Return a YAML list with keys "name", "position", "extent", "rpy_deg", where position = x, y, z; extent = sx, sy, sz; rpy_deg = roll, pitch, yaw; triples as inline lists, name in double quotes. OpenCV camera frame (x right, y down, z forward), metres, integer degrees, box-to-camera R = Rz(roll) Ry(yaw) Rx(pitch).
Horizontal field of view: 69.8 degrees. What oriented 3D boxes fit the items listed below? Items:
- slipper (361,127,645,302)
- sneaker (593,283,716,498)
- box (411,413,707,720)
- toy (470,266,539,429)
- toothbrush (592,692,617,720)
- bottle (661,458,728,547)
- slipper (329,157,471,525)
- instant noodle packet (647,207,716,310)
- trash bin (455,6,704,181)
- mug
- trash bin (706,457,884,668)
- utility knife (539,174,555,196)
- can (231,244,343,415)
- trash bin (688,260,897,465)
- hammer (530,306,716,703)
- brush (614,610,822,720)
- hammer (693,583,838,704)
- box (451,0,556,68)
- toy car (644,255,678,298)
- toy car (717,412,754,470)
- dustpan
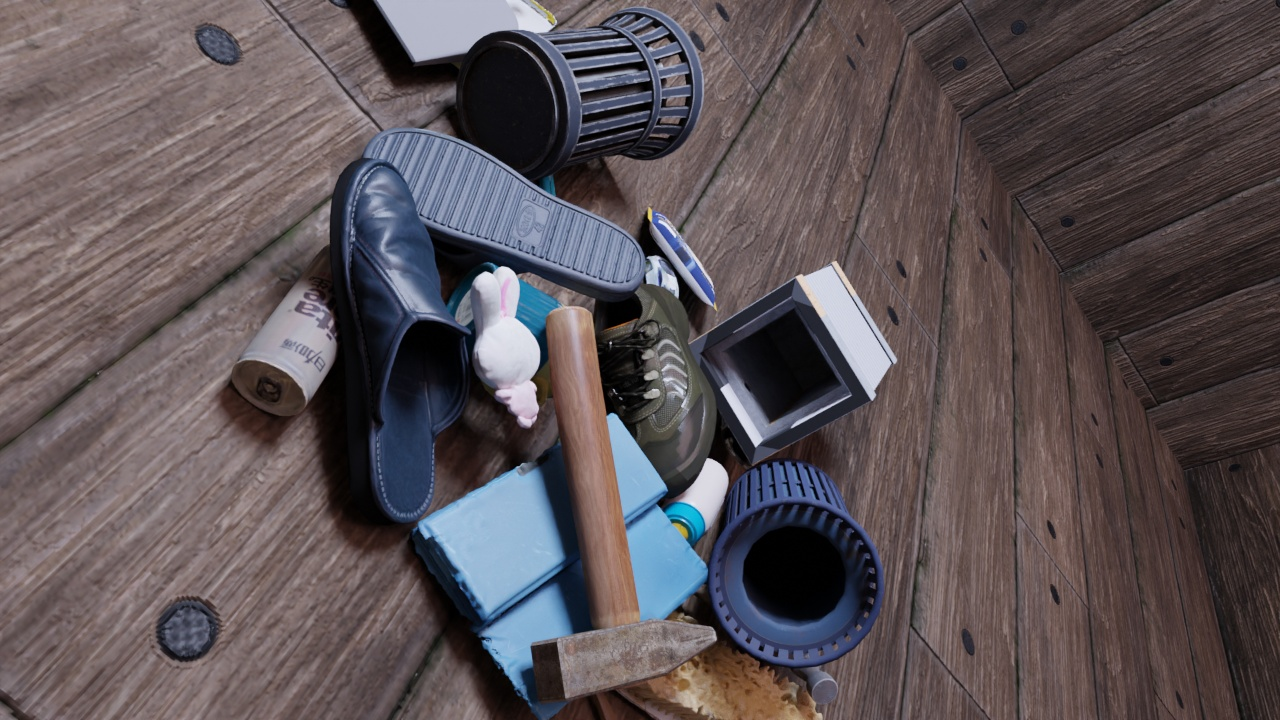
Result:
- name: "slipper"
  position: [-0.126, -0.111, 0.819]
  extent: [0.263, 0.083, 0.101]
  rpy_deg: [24, 55, -12]
- name: "sneaker"
  position: [-0.005, 0.005, 0.876]
  extent: [0.143, 0.101, 0.237]
  rpy_deg: [32, 39, -47]
- name: "box"
  position: [-0.049, 0.155, 0.740]
  extent: [0.230, 0.034, 0.174]
  rpy_deg: [-29, 81, -48]
- name: "toy"
  position: [-0.105, -0.008, 0.712]
  extent: [0.075, 0.037, 0.125]
  rpy_deg: [-35, 115, -68]
- name: "toothbrush"
  position: [-0.024, 0.297, 0.743]
  extent: [0.016, 0.016, 0.167]
  rpy_deg: [-27, 91, -55]
- name: "bottle"
  position: [0.047, 0.145, 0.888]
  extent: [0.051, 0.051, 0.145]
  rpy_deg: [57, 27, -8]
- name: "slipper"
  position: [-0.158, -0.017, 0.662]
  extent: [0.108, 0.084, 0.265]
  rpy_deg: [13, 71, -71]
- name: "instant noodle packet"
  position: [0.049, -0.122, 1.088]
  extent: [0.134, 0.026, 0.087]
  rpy_deg: [52, 12, -14]
- name: "trash bin"
  position: [-0.063, -0.271, 0.943]
  extent: [0.226, 0.165, 0.164]
  rpy_deg: [-31, 92, -50]
- name: "mug"
  position: [-0.107, -0.014, 0.783]
  extent: [0.107, 0.083, 0.113]
  rpy_deg: [33, 44, -35]
- name: "trash bin"
  position: [0.138, 0.172, 0.856]
  extent: [0.139, 0.139, 0.249]
  rpy_deg: [62, 8, 0]
- name: "utility knife"
  position: [-0.098, -0.173, 0.962]
  extent: [0.022, 0.016, 0.116]
  rpy_deg: [28, 44, -47]
- name: "can"
  position: [-0.233, -0.027, 0.656]
  extent: [0.054, 0.054, 0.135]
  rpy_deg: [44, 38, -24]
- name: "trash bin"
  position: [0.178, -0.007, 1.040]
  extent: [0.142, 0.143, 0.246]
  rpy_deg: [59, 23, 3]
- name: "hammer"
  position: [-0.031, 0.099, 0.723]
  extent: [0.157, 0.037, 0.300]
  rpy_deg: [4, 70, -43]
- name: "brush"
  position: [0.067, 0.298, 0.820]
  extent: [0.271, 0.057, 0.083]
  rpy_deg: [40, 42, -28]
- name: "hammer"
  position: [0.043, 0.207, 0.848]
  extent: [0.331, 0.031, 0.119]
  rpy_deg: [36, 3, -20]
- name: "box"
  position: [-0.172, -0.380, 0.993]
  extent: [0.129, 0.034, 0.209]
  rpy_deg: [43, 38, -13]
- name: "toy car"
  position: [0.026, -0.080, 1.047]
  extent: [0.038, 0.027, 0.089]
  rpy_deg: [23, 51, -45]
- name: "toy car"
  position: [0.107, 0.080, 1.026]
  extent: [0.048, 0.041, 0.112]
  rpy_deg: [48, 24, -19]
- name: "dustpan"
  position: [-0.185, -0.384, 0.942]
  extent: [0.256, 0.033, 0.163]
  rpy_deg: [-33, 90, -45]
